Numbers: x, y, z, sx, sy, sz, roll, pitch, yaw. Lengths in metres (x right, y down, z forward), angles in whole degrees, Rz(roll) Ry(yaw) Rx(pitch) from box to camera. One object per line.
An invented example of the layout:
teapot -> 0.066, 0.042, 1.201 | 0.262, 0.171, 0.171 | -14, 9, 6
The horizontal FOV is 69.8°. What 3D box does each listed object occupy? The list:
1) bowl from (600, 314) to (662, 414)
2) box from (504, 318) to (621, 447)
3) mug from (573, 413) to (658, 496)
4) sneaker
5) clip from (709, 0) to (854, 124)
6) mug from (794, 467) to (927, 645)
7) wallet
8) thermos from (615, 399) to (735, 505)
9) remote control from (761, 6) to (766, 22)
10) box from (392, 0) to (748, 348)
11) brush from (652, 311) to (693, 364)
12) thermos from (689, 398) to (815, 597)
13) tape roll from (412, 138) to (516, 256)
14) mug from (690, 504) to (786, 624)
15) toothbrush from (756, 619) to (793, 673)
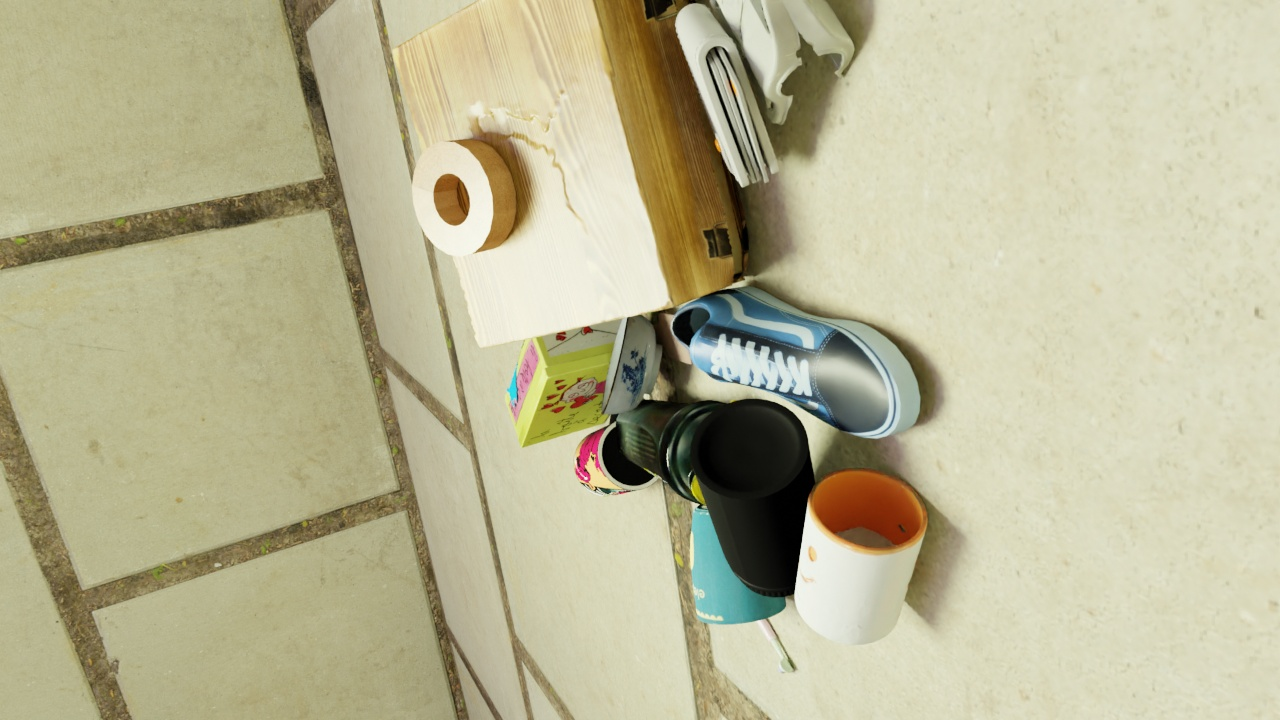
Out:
bowl -> -0.006, 0.006, 0.945 | 0.114, 0.045, 0.114 | -169, 92, -84
box -> -0.086, 0.023, 1.102 | 0.079, 0.124, 0.222 | 67, 155, 21
mug -> -0.023, 0.097, 1.076 | 0.098, 0.081, 0.118 | 149, 131, -66
sneaker -> 0.099, 0.006, 0.697 | 0.241, 0.098, 0.083 | 34, 135, 56
clip -> 0.091, -0.247, 0.594 | 0.152, 0.101, 0.126 | 95, 152, -69
mug -> 0.159, 0.144, 0.675 | 0.082, 0.082, 0.105 | 49, 148, 45
wallet -> 0.064, -0.182, 0.651 | 0.115, 0.037, 0.118 | -103, -12, -54
thermos -> 0.041, 0.080, 0.897 | 0.221, 0.098, 0.098 | -174, 69, -71
remote control -> 0.059, -0.302, 0.692 | 0.136, 0.015, 0.032 | 68, 156, 13
box -> -0.036, -0.179, 0.798 | 0.252, 0.191, 0.279 | -9, 98, 40
brush -> 0.027, -0.028, 0.950 | 0.136, 0.015, 0.050 | -160, 53, -69
thermos -> 0.100, 0.123, 0.736 | 0.086, 0.086, 0.199 | 54, 170, 39
tape roll -> -0.147, -0.135, 0.760 | 0.094, 0.027, 0.094 | 13, 112, 33
mug -> 0.089, 0.184, 0.879 | 0.112, 0.084, 0.104 | -23, -77, -84
toothbrush -> 0.111, 0.248, 0.936 | 0.154, 0.015, 0.022 | 59, -173, 30
